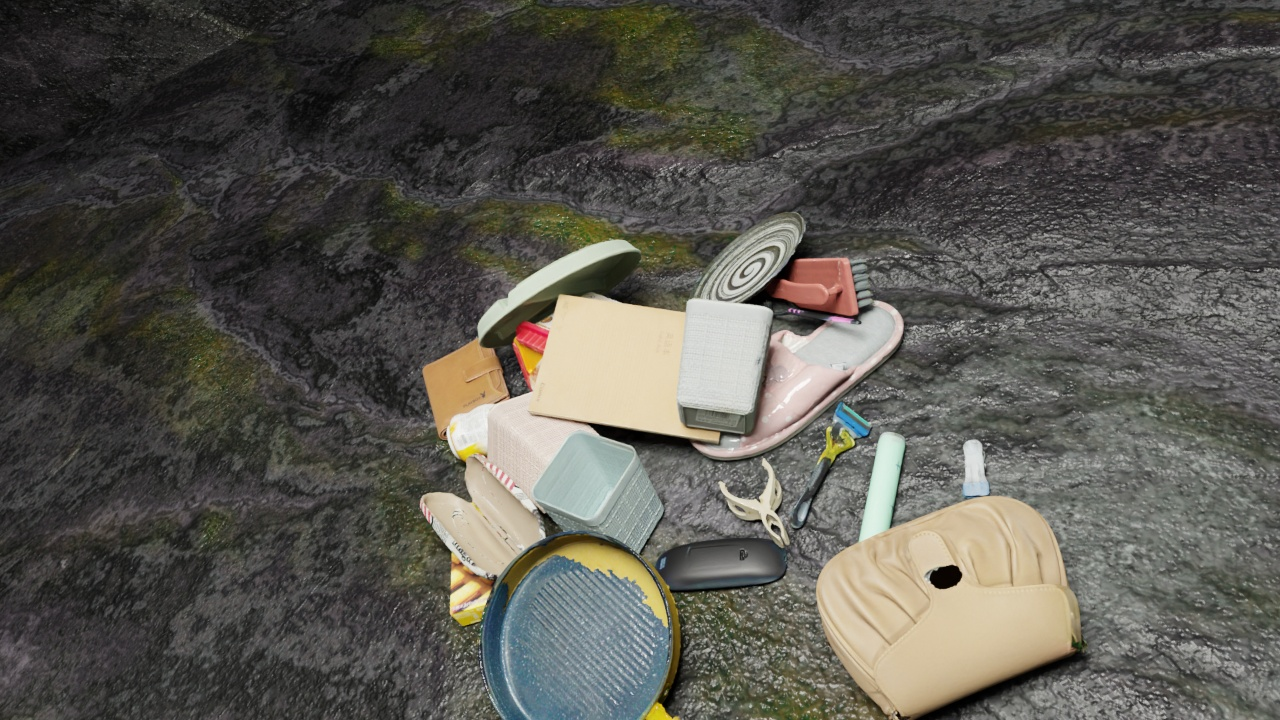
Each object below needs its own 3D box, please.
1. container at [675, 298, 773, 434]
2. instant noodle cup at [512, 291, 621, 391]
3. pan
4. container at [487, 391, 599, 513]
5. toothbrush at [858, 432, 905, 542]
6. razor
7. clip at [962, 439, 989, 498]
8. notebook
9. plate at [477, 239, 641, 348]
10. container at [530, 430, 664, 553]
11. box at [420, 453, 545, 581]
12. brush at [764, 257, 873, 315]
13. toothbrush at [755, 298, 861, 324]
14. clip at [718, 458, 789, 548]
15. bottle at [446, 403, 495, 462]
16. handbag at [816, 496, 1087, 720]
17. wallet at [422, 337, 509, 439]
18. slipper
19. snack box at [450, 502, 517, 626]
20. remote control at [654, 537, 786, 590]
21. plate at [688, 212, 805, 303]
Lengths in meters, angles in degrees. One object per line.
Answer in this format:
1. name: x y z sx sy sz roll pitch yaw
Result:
1. container: 0.085 0.009 0.953 0.090 0.090 0.114 8 69 10
2. instant noodle cup: -0.073 -0.014 1.121 0.117 0.116 0.124 22 50 38
3. pan: -0.007 0.295 0.806 0.357 0.078 0.197 35 88 29
4. container: -0.104 0.101 1.026 0.090 0.090 0.111 -19 39 -35
5. toothbrush: 0.222 0.164 0.868 0.026 0.027 0.223 -1 50 30
6. razor: 0.187 0.112 0.937 0.042 0.022 0.142 36 69 -4
7. clip: 0.321 0.104 0.877 0.024 0.028 0.056 -4 59 25
8. notebook: -0.006 0.006 1.017 0.211 0.012 0.149 9 66 8
9. plate: -0.102 -0.083 1.133 0.230 0.230 0.027 -31 84 -3
10. container: -0.038 0.146 0.950 0.090 0.111 0.089 15 59 35
11. box: -0.169 0.167 0.974 0.085 0.075 0.162 -15 36 -37
12. brush: 0.199 -0.086 1.052 0.069 0.063 0.146 -16 12 -17
13. toothbrush: 0.186 -0.055 1.045 0.014 0.018 0.189 -12 13 -27
14. clip: 0.127 0.139 0.925 0.100 0.035 0.098 18 55 45
15. bottle: -0.177 0.082 1.110 0.108 0.063 0.063 -21 45 8
16. handbag: 0.254 0.199 0.761 0.204 0.100 0.147 -23 53 0
17. wallet: -0.223 0.030 1.207 0.119 0.035 0.130 -32 45 4
18. slipper: 0.169 0.013 1.010 0.274 0.054 0.114 -32 45 -4
19. snack box: -0.162 0.213 1.007 0.087 0.034 0.140 -18 43 9
20. remote control: 0.076 0.200 0.908 0.137 0.024 0.053 -10 45 18
21. plate: 0.132 -0.112 1.128 0.180 0.024 0.179 -37 23 18
